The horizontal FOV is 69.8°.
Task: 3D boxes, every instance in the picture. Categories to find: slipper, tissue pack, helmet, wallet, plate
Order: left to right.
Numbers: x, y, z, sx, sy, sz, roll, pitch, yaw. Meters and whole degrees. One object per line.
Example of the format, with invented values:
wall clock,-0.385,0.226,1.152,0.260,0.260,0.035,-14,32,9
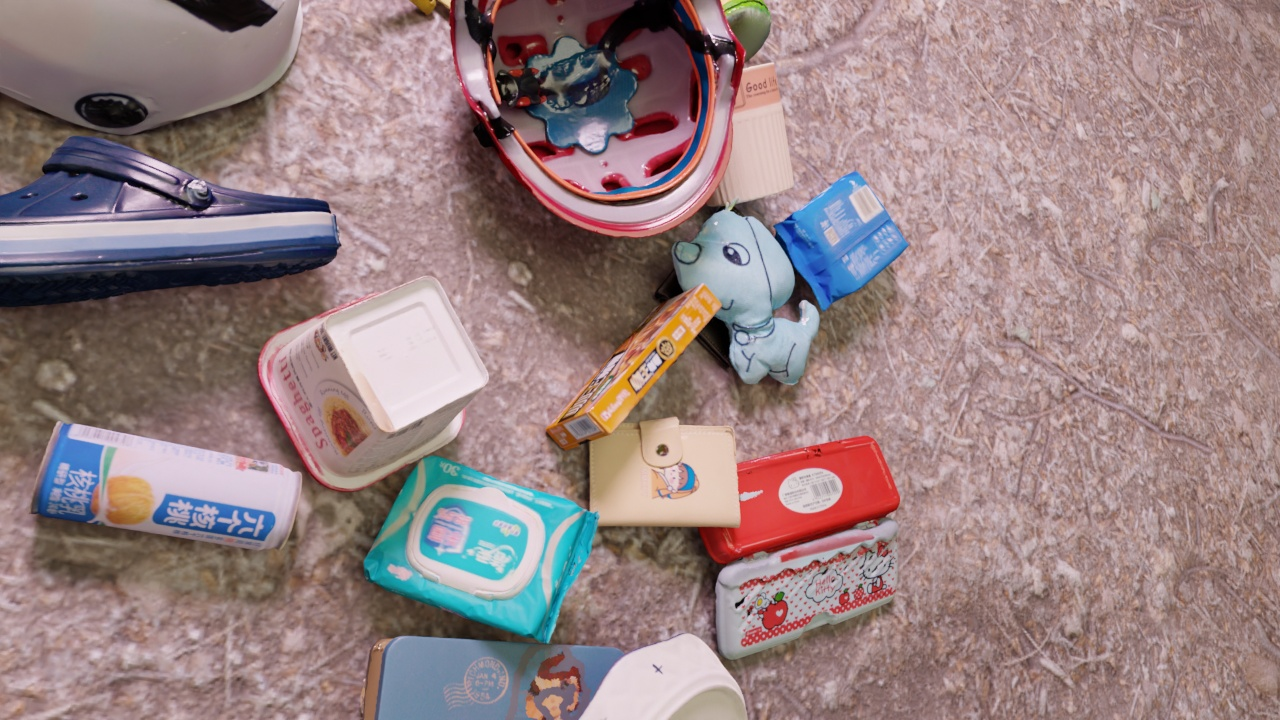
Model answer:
helmet,-0.324,-0.270,0.547,0.258,0.146,0.228,9,72,-29
slipper,-0.303,-0.085,0.532,0.252,0.105,0.095,-8,88,-35
tissue pack,-0.101,0.123,0.601,0.133,0.050,0.093,17,66,5
helmet,-0.037,-0.213,0.704,0.206,0.144,0.240,-19,103,-12
plate,0.007,0.282,0.593,0.204,0.046,0.205,-23,121,-46
wallet,0.018,0.085,0.704,0.115,0.024,0.087,1,67,-4
wallet,0.076,-0.067,0.807,0.096,0.020,0.122,44,62,-14
tissue pack,0.185,-0.112,0.858,0.156,0.052,0.095,-36,94,-40

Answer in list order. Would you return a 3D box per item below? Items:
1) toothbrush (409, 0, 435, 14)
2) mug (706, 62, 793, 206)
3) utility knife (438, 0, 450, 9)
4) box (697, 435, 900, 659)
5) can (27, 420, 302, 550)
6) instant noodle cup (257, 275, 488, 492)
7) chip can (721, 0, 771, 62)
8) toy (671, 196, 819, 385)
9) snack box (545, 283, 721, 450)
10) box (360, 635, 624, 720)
toothbrush,-0.198,-0.294,0.638,0.190,0.017,0.015,22,54,-67
mug,0.070,-0.190,0.790,0.114,0.081,0.106,-17,104,-11
utility knife,-0.192,-0.327,0.718,0.167,0.018,0.030,41,56,-17
box,0.138,0.150,0.766,0.200,0.059,0.161,-8,85,-31
can,-0.273,0.076,0.537,0.134,0.053,0.053,17,69,-26
instant noodle cup,-0.162,0.010,0.579,0.116,0.124,0.116,-29,92,-34
chip can,0.030,-0.342,0.781,0.072,0.073,0.221,-15,65,-33
toy,0.092,-0.057,0.775,0.161,0.050,0.156,1,87,-34
snack box,-0.004,0.004,0.704,0.026,0.075,0.153,48,58,-12
box,-0.099,0.225,0.596,0.184,0.062,0.089,11,71,-30
